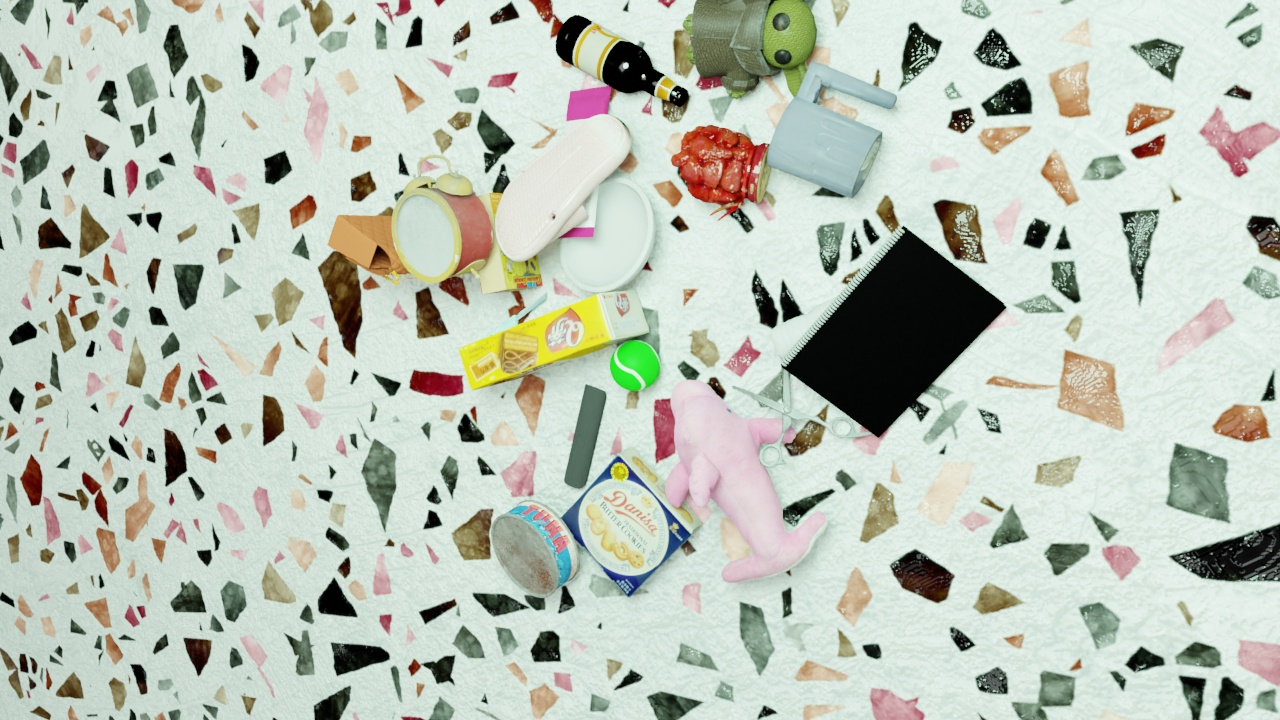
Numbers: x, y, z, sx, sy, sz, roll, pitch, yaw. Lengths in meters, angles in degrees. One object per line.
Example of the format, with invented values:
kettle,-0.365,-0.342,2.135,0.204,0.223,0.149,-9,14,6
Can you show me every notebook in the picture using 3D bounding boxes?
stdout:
notebook,0.279,-0.029,1.032,0.149,0.016,0.207,36,113,-7

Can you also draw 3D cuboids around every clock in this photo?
clock,-0.246,-0.180,1.159,0.117,0.081,0.159,2,107,35

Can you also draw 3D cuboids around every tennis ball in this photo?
tennis ball,-0.007,0.007,1.179,0.065,0.065,0.065,4,99,26

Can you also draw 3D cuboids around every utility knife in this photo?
utility knife,-0.188,-0.047,1.290,0.166,0.015,0.022,-34,50,25

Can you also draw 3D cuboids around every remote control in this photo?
remote control,-0.077,0.104,1.255,0.033,0.015,0.147,19,105,22

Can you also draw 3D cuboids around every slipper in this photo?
slipper,-0.099,-0.217,1.148,0.222,0.055,0.106,-44,60,10

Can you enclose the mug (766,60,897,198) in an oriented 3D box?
mug,0.214,-0.256,1.023,0.104,0.083,0.124,27,105,16

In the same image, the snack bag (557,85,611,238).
snack bag,-0.075,-0.254,1.181,0.070,0.016,0.196,4,86,37

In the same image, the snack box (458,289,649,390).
snack box,-0.115,-0.026,1.203,0.231,0.109,0.061,-19,88,27

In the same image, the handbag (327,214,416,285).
handbag,-0.324,-0.147,1.253,0.109,0.171,0.060,32,109,19

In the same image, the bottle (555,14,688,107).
bottle,-0.019,-0.364,1.136,0.182,0.059,0.059,34,110,18

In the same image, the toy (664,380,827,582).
toy,0.102,0.143,1.108,0.187,0.127,0.265,-34,80,20

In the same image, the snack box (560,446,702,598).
snack box,-0.015,0.216,1.226,0.144,0.042,0.145,46,114,13

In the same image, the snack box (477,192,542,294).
snack box,-0.182,-0.156,1.229,0.040,0.088,0.126,-8,94,27

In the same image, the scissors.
scissors,0.189,0.068,1.096,0.175,0.014,0.141,20,72,8

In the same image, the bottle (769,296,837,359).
bottle,0.219,-0.046,1.073,0.136,0.044,0.044,-28,85,27

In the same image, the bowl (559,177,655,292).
bowl,-0.034,-0.156,1.173,0.150,0.043,0.149,-8,76,35

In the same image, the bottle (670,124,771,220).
bottle,0.094,-0.224,1.089,0.111,0.098,0.099,15,104,13

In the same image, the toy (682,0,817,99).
toy,0.124,-0.371,1.048,0.153,0.078,0.179,8,123,26

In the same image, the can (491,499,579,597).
can,-0.147,0.261,1.272,0.130,0.044,0.130,21,124,34
